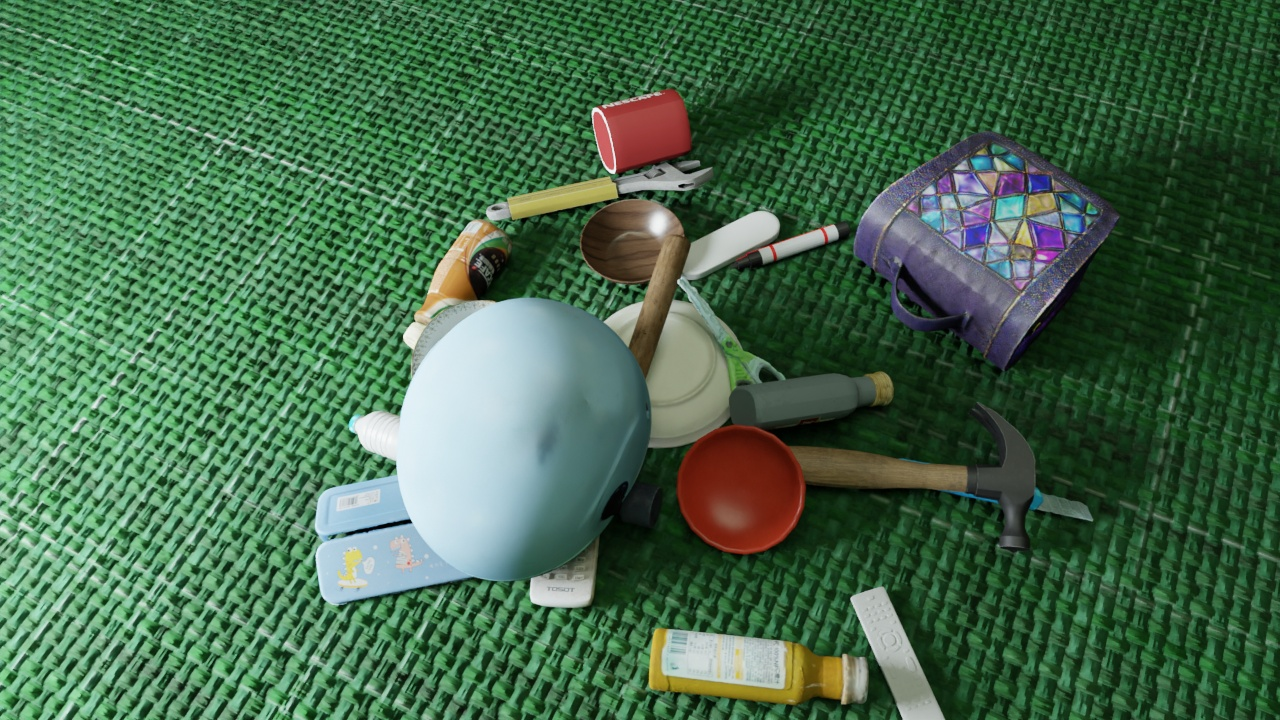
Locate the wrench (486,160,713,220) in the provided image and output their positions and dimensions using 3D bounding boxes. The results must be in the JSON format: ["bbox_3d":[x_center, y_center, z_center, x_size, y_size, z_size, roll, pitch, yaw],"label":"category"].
[{"bbox_3d":[-0.050,-0.202,1.097,0.273,0.018,0.083,-13,32,-2],"label":"wrench"}]

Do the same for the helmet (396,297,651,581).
[{"bbox_3d":[-0.116,0.063,0.816,0.225,0.167,0.265,22,81,15],"label":"helmet"}]

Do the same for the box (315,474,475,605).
[{"bbox_3d":[-0.214,0.161,0.899,0.209,0.039,0.126,-11,59,-1],"label":"box"}]

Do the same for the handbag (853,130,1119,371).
[{"bbox_3d":[0.352,-0.110,0.967,0.221,0.126,0.205,-38,64,-16],"label":"handbag"}]

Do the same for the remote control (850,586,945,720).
[{"bbox_3d":[0.229,0.268,0.820,0.033,0.012,0.130,-16,60,-8],"label":"remote control"}]

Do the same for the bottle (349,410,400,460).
[{"bbox_3d":[-0.242,0.081,0.934,0.136,0.044,0.044,15,61,28],"label":"bottle"}]

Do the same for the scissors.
[{"bbox_3d":[0.091,-0.017,0.952,0.065,0.033,0.174,-35,86,-18],"label":"scissors"}]

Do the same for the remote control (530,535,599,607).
[{"bbox_3d":[-0.070,0.171,0.890,0.060,0.025,0.138,2,60,5],"label":"remote control"}]

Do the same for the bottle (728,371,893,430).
[{"bbox_3d":[0.175,0.038,0.919,0.161,0.072,0.046,-7,88,-17],"label":"bottle"}]

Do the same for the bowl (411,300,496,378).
[{"bbox_3d":[-0.161,0.008,0.952,0.145,0.063,0.145,-1,98,-7],"label":"bowl"}]

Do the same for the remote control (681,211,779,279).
[{"bbox_3d":[0.101,-0.134,1.062,0.136,0.013,0.043,-28,62,-12],"label":"remote control"}]

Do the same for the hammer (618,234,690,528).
[{"bbox_3d":[-0.005,0.005,0.934,0.129,0.040,0.321,11,65,16],"label":"hammer"}]

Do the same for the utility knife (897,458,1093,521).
[{"bbox_3d":[0.335,0.126,0.893,0.198,0.015,0.031,12,66,15],"label":"utility knife"}]

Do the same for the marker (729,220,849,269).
[{"bbox_3d":[0.169,-0.129,1.051,0.145,0.019,0.019,-19,60,-7],"label":"marker"}]

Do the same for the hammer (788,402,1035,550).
[{"bbox_3d":[0.219,0.102,0.894,0.306,0.040,0.132,4,73,11],"label":"hammer"}]

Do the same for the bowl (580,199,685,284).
[{"bbox_3d":[-0.008,-0.129,1.056,0.119,0.032,0.119,-2,60,3],"label":"bowl"}]

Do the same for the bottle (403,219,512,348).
[{"bbox_3d":[-0.207,-0.082,1.027,0.059,0.059,0.166,22,64,16],"label":"bottle"}]

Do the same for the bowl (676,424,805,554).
[{"bbox_3d":[0.098,0.122,0.881,0.122,0.035,0.122,0,90,15],"label":"bowl"}]

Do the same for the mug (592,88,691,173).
[{"bbox_3d":[-0.004,-0.281,1.119,0.096,0.080,0.116,-17,24,-11],"label":"mug"}]

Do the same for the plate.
[{"bbox_3d":[0.022,0.004,0.976,0.182,0.034,0.182,-2,60,3],"label":"plate"}]

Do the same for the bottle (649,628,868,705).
[{"bbox_3d":[0.103,0.271,0.804,0.186,0.053,0.053,4,60,6],"label":"bottle"}]
